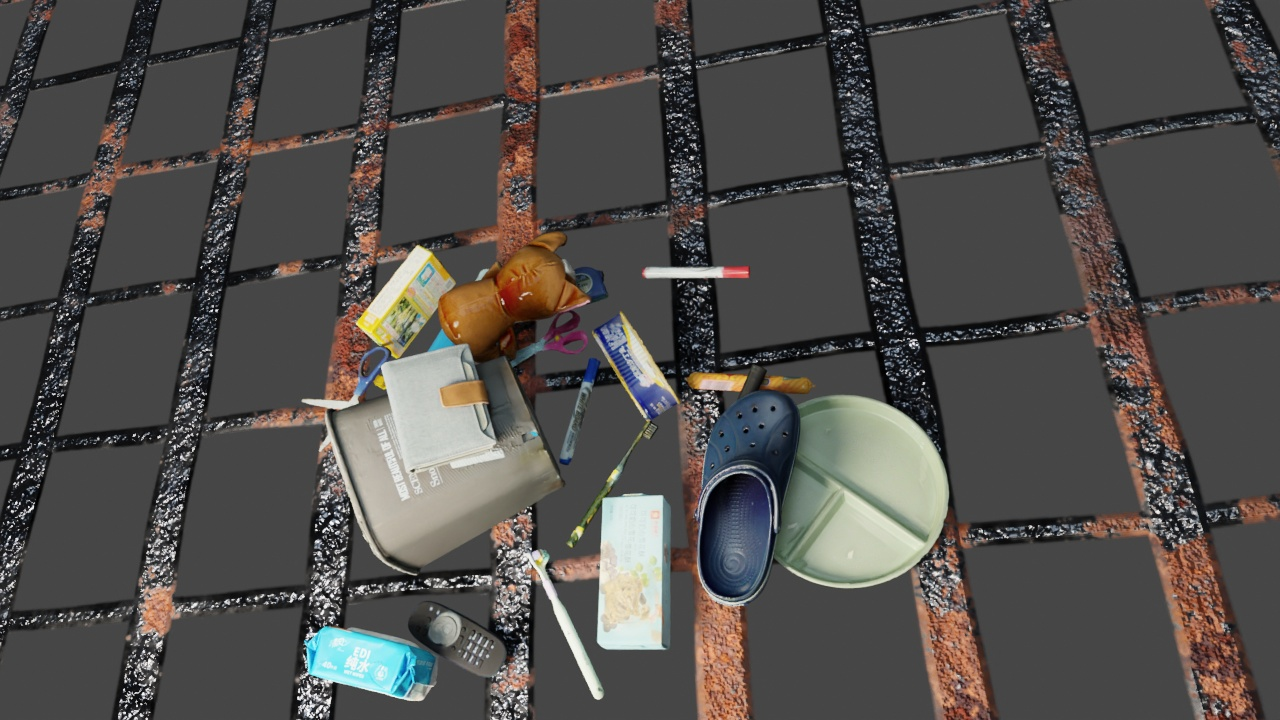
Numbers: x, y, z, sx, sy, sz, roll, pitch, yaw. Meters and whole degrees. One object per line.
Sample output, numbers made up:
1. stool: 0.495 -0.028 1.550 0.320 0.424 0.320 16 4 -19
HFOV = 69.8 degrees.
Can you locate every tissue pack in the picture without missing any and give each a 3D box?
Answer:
1. tissue pack: -0.311 0.350 1.068 0.140 0.090 0.063 7 67 17

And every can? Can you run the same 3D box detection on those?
1. can: -0.007 0.007 1.161 0.049 0.074 0.148 -33 63 0

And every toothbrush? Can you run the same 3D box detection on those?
1. toothbrush: -0.034 0.153 1.136 0.017 0.012 0.185 31 76 13
2. toothbrush: -0.292 0.061 1.238 0.190 0.016 0.015 26 75 23
3. toothbrush: -0.086 0.306 1.074 0.020 0.029 0.189 -50 57 36

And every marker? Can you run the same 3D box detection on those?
1. marker: -0.078 0.065 1.184 0.017 0.017 0.145 9 69 17
2. marker: 0.118 0.066 1.118 0.020 0.022 0.132 20 83 52
3. marker: 0.074 -0.118 1.230 0.145 0.017 0.017 1 66 14

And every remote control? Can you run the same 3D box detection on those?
1. remote control: -0.216 0.331 1.091 0.136 0.024 0.053 21 74 23

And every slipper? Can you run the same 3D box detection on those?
1. slipper: 0.112 0.145 1.031 0.105 0.095 0.252 8 72 16

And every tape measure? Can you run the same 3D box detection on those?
1. tape measure: -0.075 -0.100 1.254 0.058 0.025 0.054 -16 61 2

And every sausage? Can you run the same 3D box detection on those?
1. sausage: 0.135 0.028 1.145 0.165 0.021 0.021 3 67 14

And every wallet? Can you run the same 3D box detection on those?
1. wallet: -0.221 0.049 1.013 0.106 0.037 0.129 -16 68 -8

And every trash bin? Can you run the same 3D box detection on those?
1. trash bin: -0.224 0.118 1.098 0.219 0.199 0.199 -24 71 -4

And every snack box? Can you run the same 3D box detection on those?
1. snack box: -0.005 0.245 1.064 0.074 0.051 0.174 -5 65 12
2. snack box: -0.322 -0.080 1.270 0.034 0.087 0.140 27 75 22

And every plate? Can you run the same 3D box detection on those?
1. plate: 0.235 0.150 1.062 0.230 0.027 0.229 -5 65 11

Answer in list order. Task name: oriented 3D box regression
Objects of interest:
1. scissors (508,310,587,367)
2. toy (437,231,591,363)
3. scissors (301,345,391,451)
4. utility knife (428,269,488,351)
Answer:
1. scissors: -0.139 -0.027 1.243 0.138 0.017 0.076 -17 64 10
2. toy: -0.164 -0.079 1.215 0.200 0.130 0.140 -32 73 16
3. scissors: -0.378 0.059 1.244 0.162 0.012 0.176 28 93 10
4. utility knife: -0.253 -0.054 1.281 0.034 0.018 0.185 24 72 7
